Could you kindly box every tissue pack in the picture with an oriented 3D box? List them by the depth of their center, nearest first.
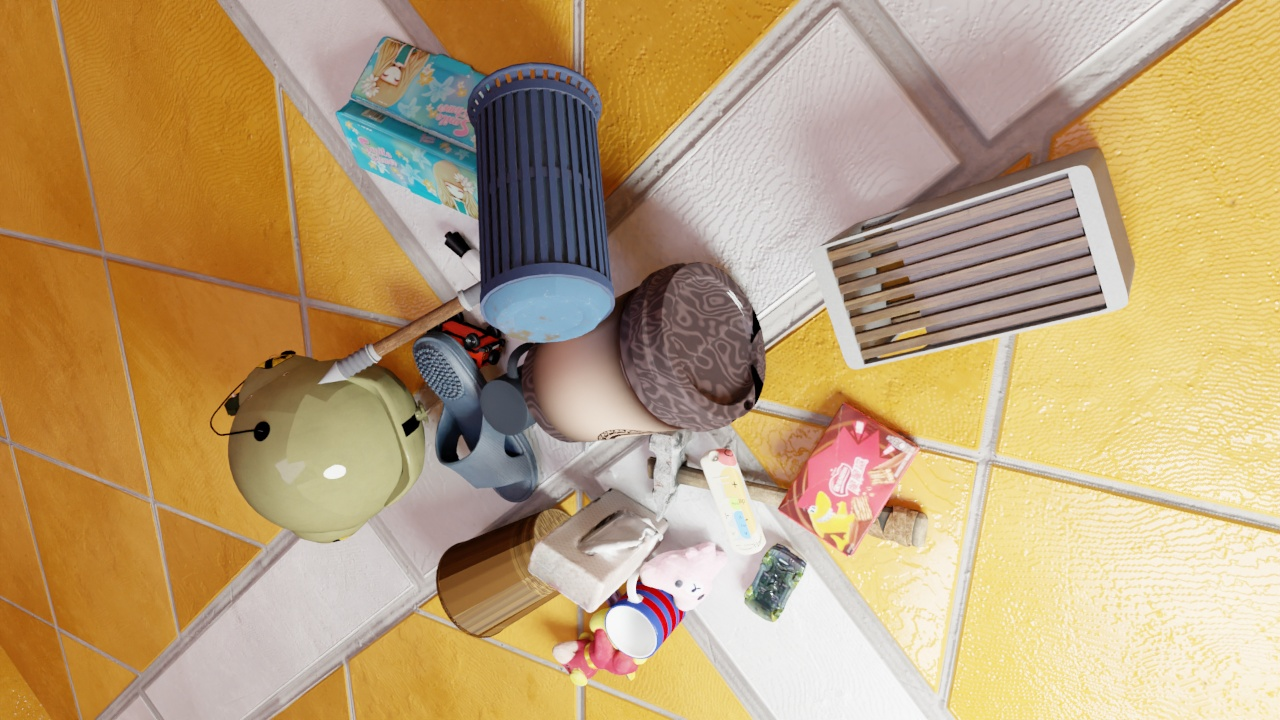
[{"bbox_3d":[-0.037,0.207,1.057,0.104,0.181,0.071,27,111,19],"label":"tissue pack"}]

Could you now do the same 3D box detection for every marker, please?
[{"bbox_3d":[-0.195,-0.111,1.125,0.126,0.025,0.025,46,124,8],"label":"marker"}]

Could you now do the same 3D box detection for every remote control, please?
[{"bbox_3d":[0.101,0.154,1.000,0.038,0.018,0.125,-12,106,32],"label":"remote control"}]

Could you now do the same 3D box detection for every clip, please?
[{"bbox_3d":[-0.043,0.300,1.198,0.037,0.013,0.053,-9,101,32],"label":"clip"}]

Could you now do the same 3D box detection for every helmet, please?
[{"bbox_3d":[-0.387,0.104,1.168,0.233,0.254,0.250,-9,104,35],"label":"helmet"}]

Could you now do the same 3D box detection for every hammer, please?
[{"bbox_3d":[0.151,0.151,1.008,0.319,0.048,0.122,10,116,26],"label":"hammer"},{"bbox_3d":[-0.235,-0.051,1.062,0.322,0.043,0.156,-29,100,6],"label":"hammer"}]

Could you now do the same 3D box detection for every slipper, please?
[{"bbox_3d":[-0.216,0.090,1.150,0.101,0.082,0.264,-8,119,34],"label":"slipper"}]

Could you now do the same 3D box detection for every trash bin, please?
[{"bbox_3d":[0.285,-0.085,0.792,0.229,0.114,0.114,-15,100,34],"label":"trash bin"},{"bbox_3d":[-0.098,-0.151,0.912,0.140,0.139,0.249,-24,61,35],"label":"trash bin"}]

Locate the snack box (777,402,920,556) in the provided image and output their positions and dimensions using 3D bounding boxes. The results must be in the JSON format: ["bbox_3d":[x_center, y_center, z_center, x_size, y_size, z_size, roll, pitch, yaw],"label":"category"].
[{"bbox_3d":[0.212,0.122,0.941,0.089,0.021,0.133,32,98,17],"label":"snack box"}]

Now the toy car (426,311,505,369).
[{"bbox_3d":[-0.221,-0.026,1.155,0.100,0.051,0.049,22,116,22],"label":"toy car"}]

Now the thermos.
[{"bbox_3d":[-0.006,0.006,0.976,0.227,0.172,0.173,-18,98,41],"label":"thermos"}]

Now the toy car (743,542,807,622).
[{"bbox_3d":[0.155,0.252,1.048,0.048,0.032,0.106,30,125,16],"label":"toy car"}]

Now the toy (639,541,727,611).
[{"bbox_3d":[0.059,0.251,1.089,0.096,0.052,0.099,-39,122,15],"label":"toy"}]

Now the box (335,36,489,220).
[{"bbox_3d":[-0.249,-0.265,1.070,0.227,0.083,0.173,26,120,21],"label":"box"}]

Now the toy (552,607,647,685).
[{"bbox_3d":[-0.043,0.380,1.202,0.138,0.067,0.105,-34,96,26],"label":"toy"}]

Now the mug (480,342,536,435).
[{"bbox_3d":[-0.142,0.029,1.113,0.071,0.077,0.105,17,116,25],"label":"mug"}]

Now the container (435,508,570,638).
[{"bbox_3d":[-0.160,0.270,1.192,0.168,0.131,0.132,-31,91,29],"label":"container"}]

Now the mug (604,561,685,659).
[{"bbox_3d":[0.006,0.297,1.127,0.075,0.076,0.112,7,111,29],"label":"mug"}]

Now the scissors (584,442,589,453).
[{"bbox_3d":[-0.089,0.035,1.123,0.090,0.014,0.171,-39,89,34],"label":"scissors"}]
